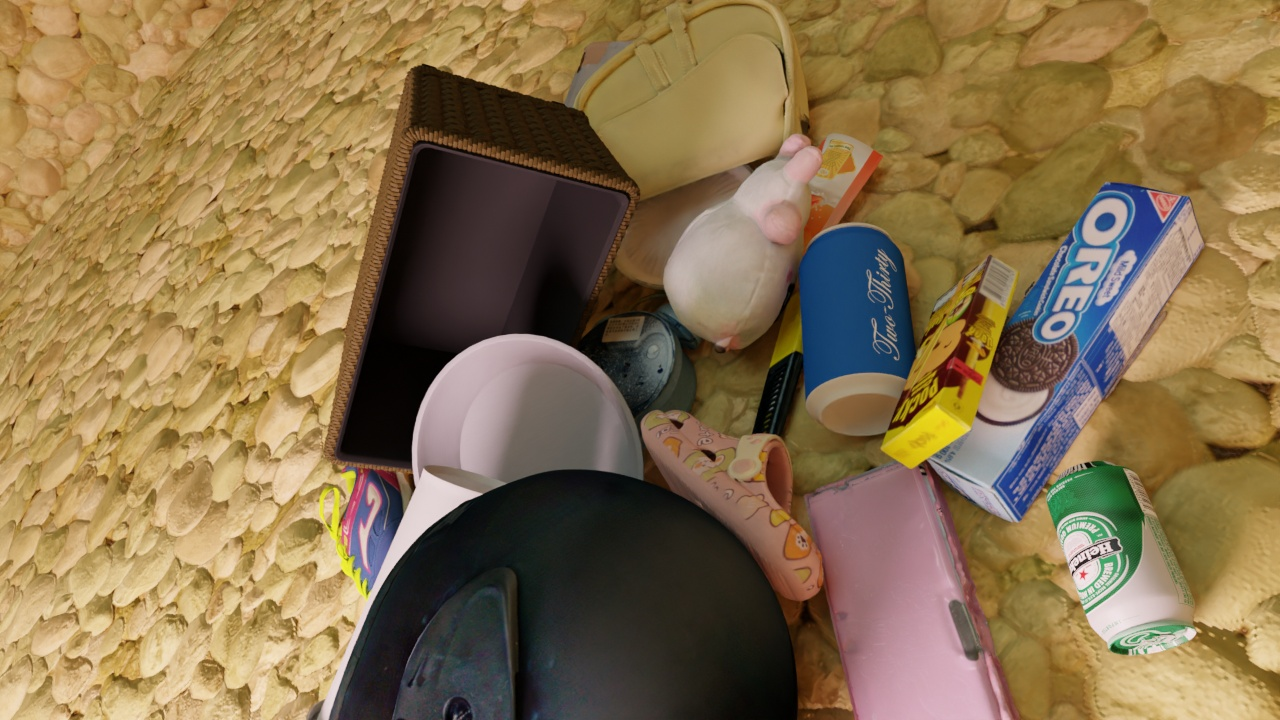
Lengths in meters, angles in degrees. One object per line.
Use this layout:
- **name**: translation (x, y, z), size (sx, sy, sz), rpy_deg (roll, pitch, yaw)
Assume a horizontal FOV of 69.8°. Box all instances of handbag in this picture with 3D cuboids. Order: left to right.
- **handbag**: translation (0.043, -0.231, 0.849), size (0.233, 0.088, 0.190), rpy_deg (-20, 62, 1)

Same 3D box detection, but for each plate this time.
- **plate**: translation (0.042, -0.132, 0.865), size (0.157, 0.014, 0.156), rpy_deg (-11, 59, 19)

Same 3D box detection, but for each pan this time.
- **pan**: translation (-0.111, 0.153, 0.731), size (0.201, 0.050, 0.357), rpy_deg (21, 101, 19)

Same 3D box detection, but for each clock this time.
- **clock**: translation (-0.005, 0.005, 0.794), size (0.118, 0.060, 0.161), rpy_deg (-4, 58, 36)

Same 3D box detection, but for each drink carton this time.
- **drink carton**: translation (0.150, -0.133, 0.792), size (0.069, 0.039, 0.122), rpy_deg (32, 89, 45)

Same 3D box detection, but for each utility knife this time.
- **utility knife**: translation (0.102, 0.042, 0.714), size (0.029, 0.020, 0.212), rpy_deg (-9, 56, 55)

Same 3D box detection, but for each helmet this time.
- **helmet**: translation (-0.035, 0.224, 0.537), size (0.236, 0.249, 0.315), rpy_deg (8, 74, 36)

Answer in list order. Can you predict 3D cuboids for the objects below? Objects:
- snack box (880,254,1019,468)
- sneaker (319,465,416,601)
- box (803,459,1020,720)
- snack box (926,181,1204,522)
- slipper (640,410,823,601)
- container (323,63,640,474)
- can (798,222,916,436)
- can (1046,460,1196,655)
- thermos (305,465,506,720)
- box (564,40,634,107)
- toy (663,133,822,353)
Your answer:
- **snack box**: translation (0.200, -0.002, 0.588), size (0.148, 0.025, 0.061), rpy_deg (-57, 1, -37)
- **sneaker**: translation (-0.236, 0.184, 0.832), size (0.091, 0.116, 0.241), rpy_deg (-13, 44, -5)
- **box**: translation (0.166, 0.171, 0.562), size (0.098, 0.037, 0.232), rpy_deg (-23, 49, 23)
- **snack box**: translation (0.272, -0.007, 0.589), size (0.226, 0.059, 0.059), rpy_deg (-53, 40, -5)
- **slipper**: translation (0.072, 0.082, 0.640), size (0.081, 0.093, 0.197), rpy_deg (-38, 36, -9)
- **container**: translation (-0.155, -0.082, 0.803), size (0.204, 0.176, 0.322), rpy_deg (-108, 35, -49)
- **can**: translation (0.158, -0.023, 0.671), size (0.079, 0.079, 0.145), rpy_deg (-17, 52, 29)
- **can**: translation (0.267, 0.108, 0.514), size (0.053, 0.053, 0.101), rpy_deg (-23, 49, 24)
- **thermos**: translation (-0.152, 0.195, 0.669), size (0.132, 0.131, 0.222), rpy_deg (17, 89, 43)
- **box**: translation (-0.046, -0.237, 0.951), size (0.081, 0.063, 0.215), rpy_deg (5, 66, 27)
- **toy**: translation (0.089, -0.096, 0.737), size (0.180, 0.101, 0.138), rpy_deg (-59, 11, 20)
